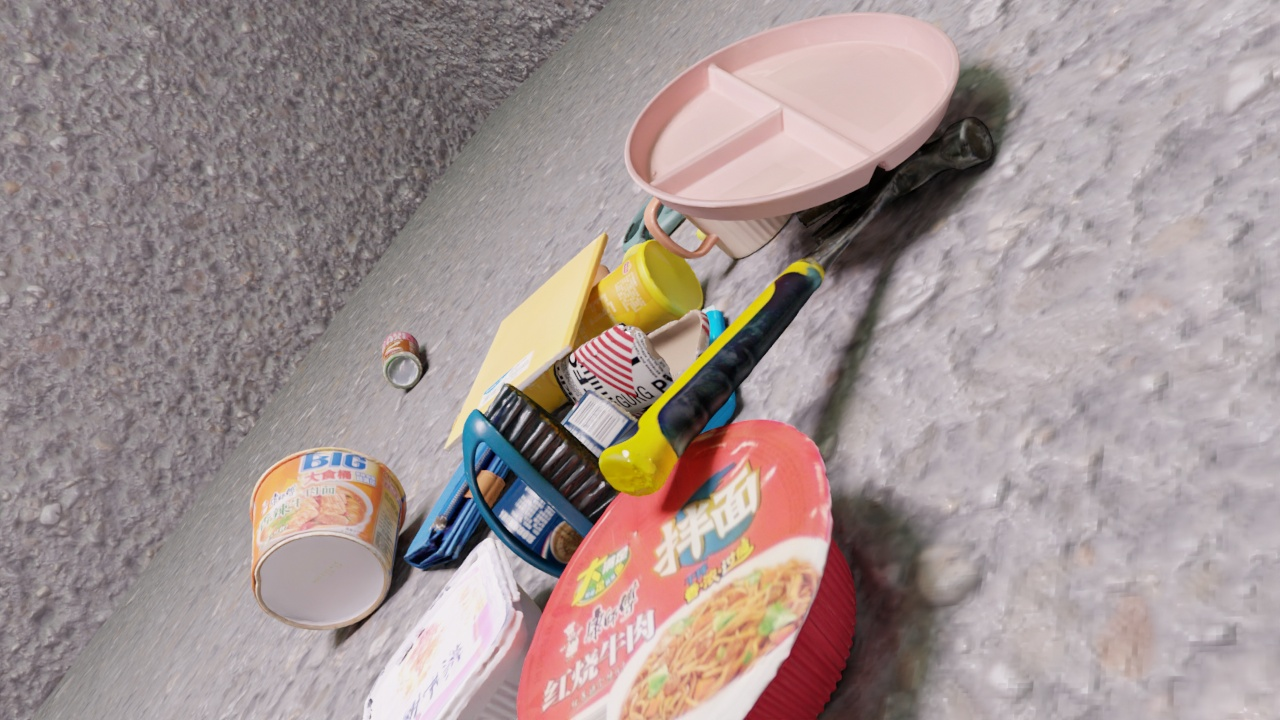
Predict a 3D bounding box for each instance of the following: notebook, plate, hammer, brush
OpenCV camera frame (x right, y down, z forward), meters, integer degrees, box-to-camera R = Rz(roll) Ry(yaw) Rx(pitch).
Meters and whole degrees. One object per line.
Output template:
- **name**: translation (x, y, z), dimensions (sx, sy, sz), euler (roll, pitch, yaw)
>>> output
- **notebook**: translation (-0.092, -0.022, 0.775), dimensions (0.146, 0.010, 0.205), euler (-38, 20, 25)
- **plate**: translation (0.100, -0.169, 0.628), dimensions (0.230, 0.028, 0.229), euler (-16, 40, 14)
- **hammer**: translation (0.086, -0.038, 0.532), dimensions (0.322, 0.032, 0.126), euler (-45, 14, -33)
- **brush**: translation (-0.050, 0.083, 0.534), dimensions (0.073, 0.144, 0.055), euler (-46, 14, -8)

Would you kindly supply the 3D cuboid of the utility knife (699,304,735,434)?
- **utility knife**: translation (0.049, -0.001, 0.656), dimensions (0.034, 0.018, 0.159), euler (-40, 22, 23)

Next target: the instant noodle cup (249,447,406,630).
- **instant noodle cup**: translation (-0.299, 0.175, 0.873), dimensions (0.151, 0.151, 0.111), euler (-44, 30, 12)

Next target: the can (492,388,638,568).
- **can**: translation (-0.038, 0.082, 0.606), dimensions (0.111, 0.075, 0.075), euler (-52, 22, -9)

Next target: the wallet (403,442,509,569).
- **wallet**: translation (-0.156, 0.122, 0.820), dimensions (0.107, 0.040, 0.132), euler (-32, 26, 56)

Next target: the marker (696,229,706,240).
- **marker**: translation (0.081, -0.156, 0.854), dimensions (0.015, 0.018, 0.123), euler (-14, 39, 48)

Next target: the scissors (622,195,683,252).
- **scissors**: translation (-0.002, -0.125, 0.962), dimensions (0.130, 0.019, 0.184), euler (-15, 38, 56)

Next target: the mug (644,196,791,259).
- **mug**: translation (0.057, -0.134, 0.744), dimensions (0.114, 0.106, 0.082), euler (-54, 22, -12)

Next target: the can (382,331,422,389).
- **can**: translation (-0.366, -0.003, 1.405), dimensions (0.058, 0.058, 0.147), euler (-49, 21, 1)

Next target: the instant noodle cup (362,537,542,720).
- **instant noodle cup**: translation (-0.103, 0.192, 0.545), dimensions (0.138, 0.060, 0.173), euler (-53, 15, -5)

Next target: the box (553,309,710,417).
- **box**: translation (0.001, 0.004, 0.673), dimensions (0.087, 0.076, 0.163), euler (-35, 2, -28)

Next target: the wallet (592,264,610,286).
- **wallet**: translation (-0.063, -0.043, 0.931), dimensions (0.108, 0.031, 0.131), euler (-44, 20, 7)

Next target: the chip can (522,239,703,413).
- **chip can**: translation (-0.046, -0.017, 0.794), dimensions (0.214, 0.072, 0.071), euler (-35, 25, 32)

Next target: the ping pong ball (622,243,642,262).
- **ping pong ball**: translation (0.003, -0.090, 0.863), dimensions (0.040, 0.040, 0.040), euler (-40, 23, 21)

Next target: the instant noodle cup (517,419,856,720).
- **instant noodle cup**: translation (0.029, 0.122, 0.425), dimensions (0.194, 0.066, 0.193), euler (-40, 22, 20)
